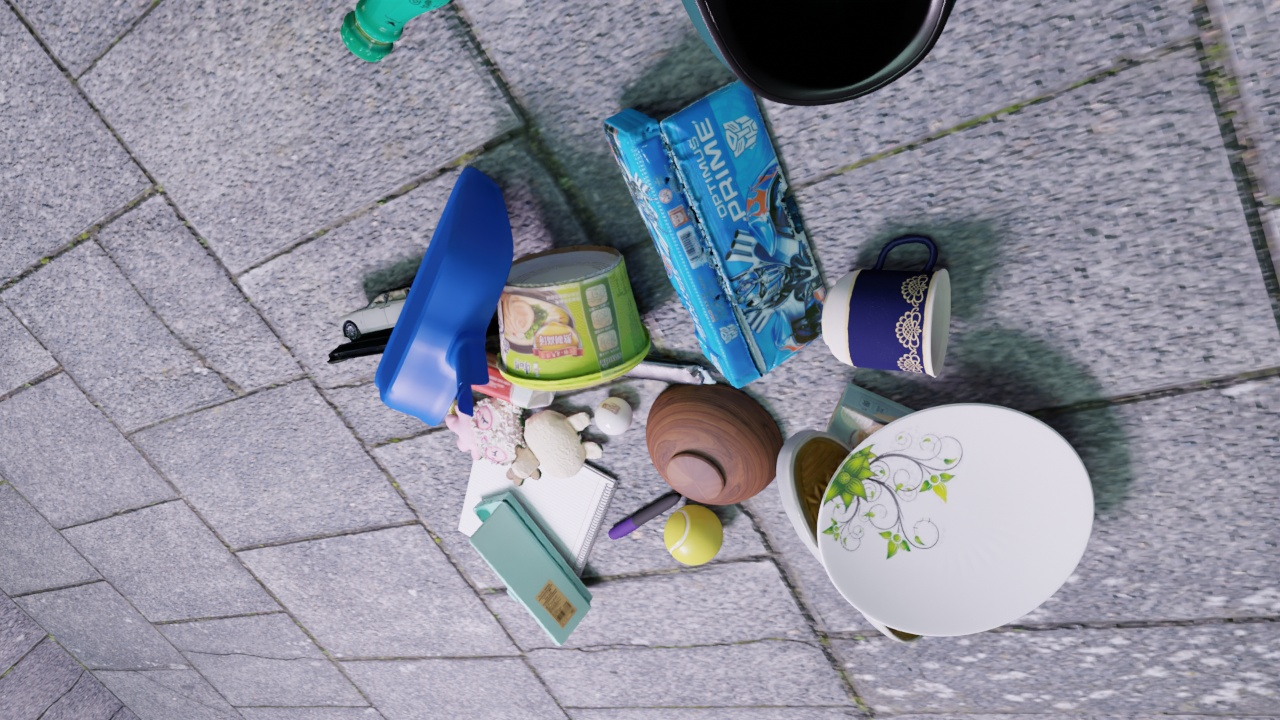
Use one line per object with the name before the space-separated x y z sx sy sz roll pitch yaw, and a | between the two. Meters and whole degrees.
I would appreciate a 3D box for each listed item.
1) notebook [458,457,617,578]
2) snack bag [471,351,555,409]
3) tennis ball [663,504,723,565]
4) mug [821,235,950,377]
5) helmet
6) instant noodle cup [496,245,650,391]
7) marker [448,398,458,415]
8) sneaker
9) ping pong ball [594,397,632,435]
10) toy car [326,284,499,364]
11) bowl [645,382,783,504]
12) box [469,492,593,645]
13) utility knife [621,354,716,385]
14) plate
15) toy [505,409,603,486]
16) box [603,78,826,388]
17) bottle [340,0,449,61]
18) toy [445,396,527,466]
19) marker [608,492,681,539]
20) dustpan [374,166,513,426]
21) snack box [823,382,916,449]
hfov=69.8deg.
notebook | -0.135 0.184 1.142 0.178 0.013 0.246 28 133 7
snack bag | -0.152 0.017 0.975 0.116 0.077 0.036 19 96 14
tennis ball | 0.058 0.191 1.008 0.065 0.065 0.065 14 130 17
mug | 0.199 -0.046 0.745 0.089 0.085 0.112 5 92 27
helmet | 0.087 -0.293 0.519 0.177 0.199 0.275 -13 136 17
instant noodle cup | -0.068 -0.044 0.843 0.146 0.145 0.098 3 116 26
marker | -0.221 0.052 1.076 0.014 0.014 0.132 -13 114 34
sneaker | 0.187 0.163 0.854 0.235 0.087 0.079 56 164 -17
ping pong ball | -0.028 0.059 0.966 0.040 0.040 0.040 14 130 17
toy car | -0.247 -0.045 0.984 0.192 0.093 0.071 -8 96 34
bowl | 0.065 0.099 0.929 0.147 0.068 0.147 14 130 17
box | -0.148 0.265 1.139 0.077 0.092 0.188 -21 111 38
utility knife | -0.005 0.005 0.927 0.173 0.020 0.029 9 130 23
plate | 0.266 0.135 0.791 0.229 0.030 0.230 1 112 3
toy | -0.097 0.096 1.022 0.112 0.050 0.087 -26 114 12
box | 0.073 -0.111 0.782 0.115 0.094 0.243 -28 116 -4
bottle | -0.173 -0.316 0.728 0.210 0.067 0.068 -30 107 40
toy | -0.175 0.082 1.050 0.109 0.041 0.096 -6 108 24
marker | 0.005 0.181 1.063 0.018 0.015 0.134 22 140 -29
dustpan | -0.171 -0.024 0.797 0.059 0.257 0.246 22 106 -19
snack box | 0.257 0.116 0.859 0.193 0.044 0.142 23 134 9
